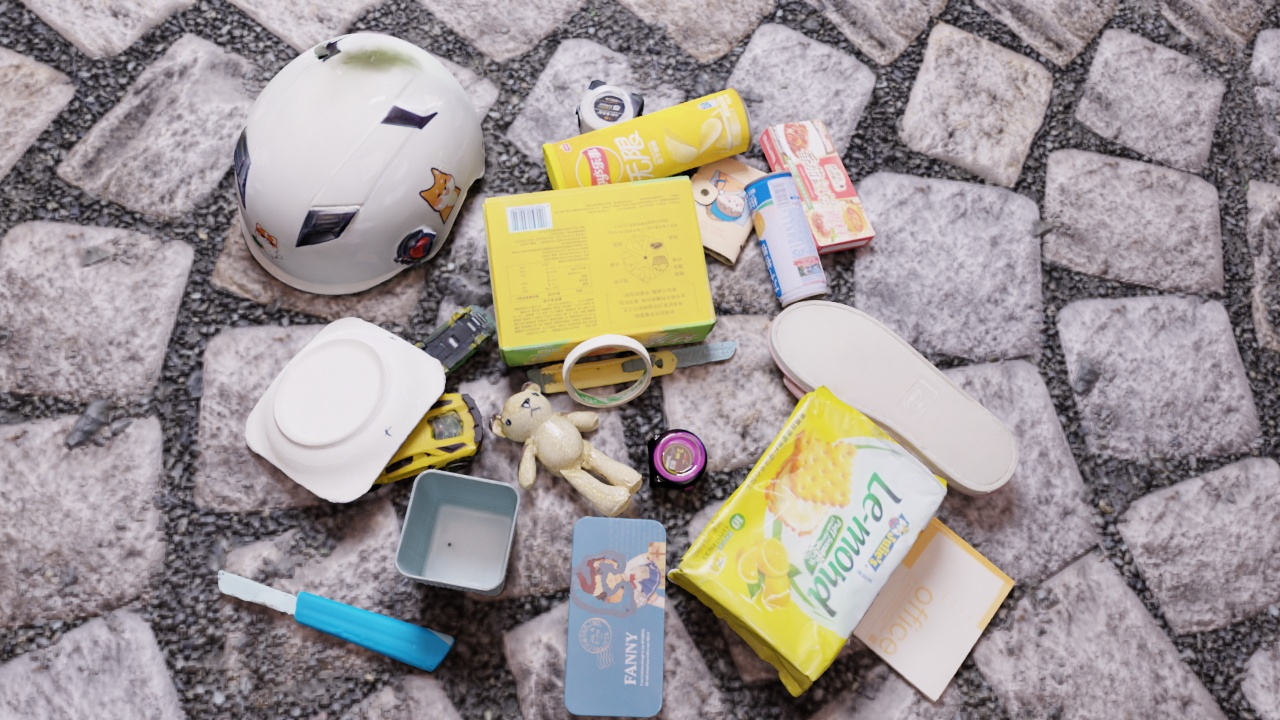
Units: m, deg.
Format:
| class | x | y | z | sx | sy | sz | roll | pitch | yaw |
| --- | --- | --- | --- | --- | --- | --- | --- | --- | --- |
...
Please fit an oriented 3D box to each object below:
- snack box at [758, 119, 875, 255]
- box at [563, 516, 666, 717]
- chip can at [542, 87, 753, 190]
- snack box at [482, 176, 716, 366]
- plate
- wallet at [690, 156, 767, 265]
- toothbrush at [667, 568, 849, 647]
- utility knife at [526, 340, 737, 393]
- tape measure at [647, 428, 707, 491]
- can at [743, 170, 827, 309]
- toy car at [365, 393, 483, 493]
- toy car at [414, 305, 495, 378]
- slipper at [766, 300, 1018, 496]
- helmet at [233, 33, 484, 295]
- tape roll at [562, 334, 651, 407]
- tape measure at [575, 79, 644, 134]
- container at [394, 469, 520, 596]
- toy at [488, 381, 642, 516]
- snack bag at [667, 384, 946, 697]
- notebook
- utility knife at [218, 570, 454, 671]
| class | x | y | z | sx | sy | sz | roll | pitch | yaw |
| --- | --- | --- | --- | --- | --- | --- | --- | --- | --- |
| snack box | 0.191 | -0.189 | 0.996 | 0.075 | 0.026 | 0.152 | -13 | 72 | -22 |
| box | -0.023 | 0.233 | 0.816 | 0.090 | 0.062 | 0.184 | 1 | 69 | -5 |
| chip can | 0.008 | -0.222 | 0.963 | 0.213 | 0.072 | 0.072 | -18 | 73 | -7 |
| snack box | -0.043 | -0.087 | 0.910 | 0.210 | 0.070 | 0.157 | -8 | 78 | -6 |
| plate | -0.281 | 0.035 | 0.849 | 0.164 | 0.034 | 0.164 | 26 | 70 | 24 |
| wallet | 0.085 | -0.167 | 0.988 | 0.087 | 0.024 | 0.115 | 29 | 71 | 0 |
| toothbrush | 0.110 | 0.230 | 0.853 | 0.180 | 0.016 | 0.016 | 21 | 81 | 1 |
| utility knife | -0.005 | 0.005 | 0.925 | 0.216 | 0.022 | 0.031 | -8 | 78 | -13 |
| tape measure | 0.035 | 0.096 | 0.882 | 0.058 | 0.039 | 0.057 | -5 | 71 | -2 |
| can | 0.151 | -0.125 | 0.953 | 0.053 | 0.053 | 0.134 | -15 | 83 | -11 |
| toy car | -0.223 | 0.079 | 0.861 | 0.155 | 0.041 | 0.071 | -16 | 71 | -9 |
| toy car | -0.184 | -0.014 | 0.899 | 0.091 | 0.036 | 0.043 | -41 | 80 | -17 |
| slipper | 0.246 | 0.038 | 0.914 | 0.274 | 0.054 | 0.114 | 35 | 71 | 10 |
| helmet | -0.281 | -0.210 | 0.895 | 0.230 | 0.157 | 0.273 | 37 | 71 | 8 |
| tape roll | -0.032 | 0.011 | 0.882 | 0.085 | 0.086 | 0.013 | -6 | 44 | -8 |
| tape measure | -0.036 | -0.268 | 1.005 | 0.066 | 0.034 | 0.065 | 23 | 68 | 4 |
| container | -0.154 | 0.157 | 0.803 | 0.090 | 0.112 | 0.090 | 11 | 70 | -1 |
| toy | -0.068 | 0.084 | 0.860 | 0.157 | 0.066 | 0.105 | 37 | 66 | 14 |
| snack bag | 0.153 | 0.155 | 0.836 | 0.158 | 0.068 | 0.246 | 39 | 75 | 6 |
| notebook | 0.237 | 0.200 | 0.879 | 0.206 | 0.010 | 0.145 | 40 | 72 | 9 |
| utility knife | -0.274 | 0.228 | 0.814 | 0.218 | 0.018 | 0.034 | 19 | 72 | 0 |
